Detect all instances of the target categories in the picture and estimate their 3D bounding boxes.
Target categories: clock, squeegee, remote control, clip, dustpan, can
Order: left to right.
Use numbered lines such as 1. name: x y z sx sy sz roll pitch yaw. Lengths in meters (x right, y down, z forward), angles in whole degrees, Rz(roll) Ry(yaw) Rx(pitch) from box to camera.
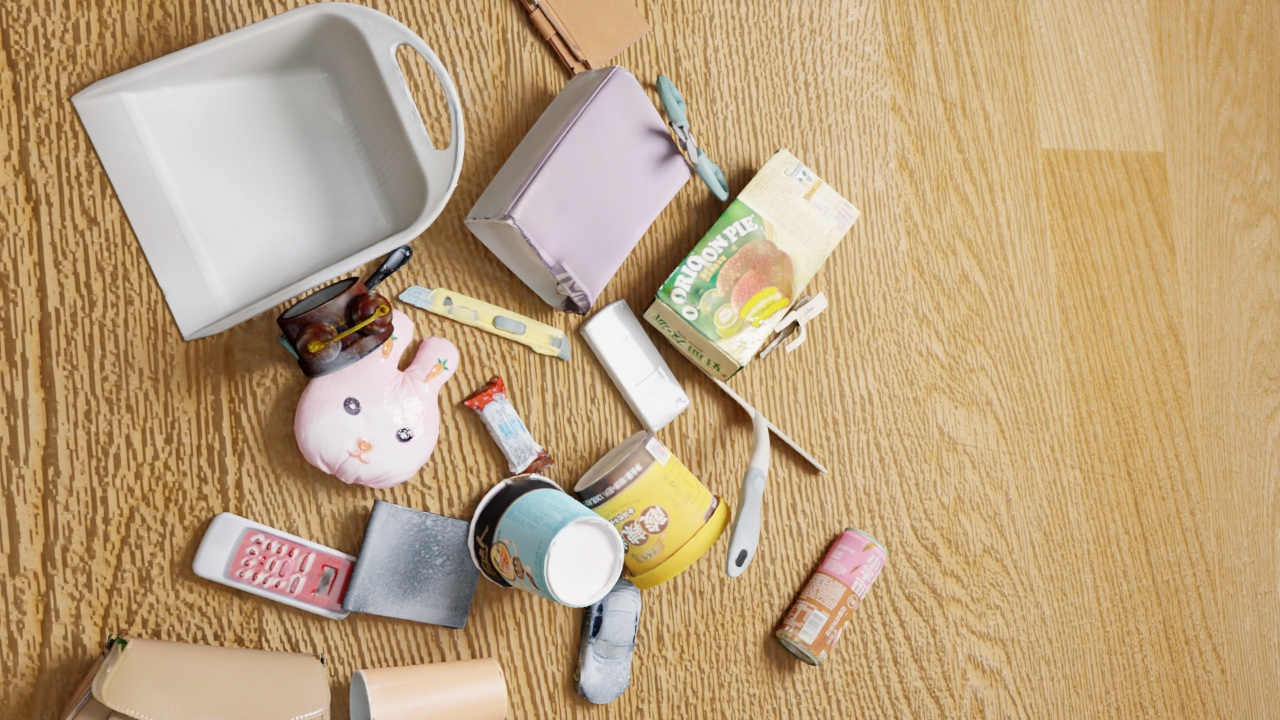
1. remote control: -0.303 0.175 0.778 0.136 0.020 0.055 27 76 -22
2. dustpan: -0.285 -0.170 0.746 0.257 0.143 0.222 -26 97 -26
3. clock: -0.244 -0.027 0.742 0.082 0.122 0.055 -34 112 -22
4. remote control: -0.006 0.005 0.930 0.056 0.019 0.135 -39 102 -22
5. squeegee: 0.107 0.108 0.887 0.246 0.039 0.245 40 33 -17
6. clip: 0.171 -0.041 0.992 0.104 0.089 0.035 -32 100 -13
7. can: 0.207 0.254 0.992 0.058 0.058 0.147 45 70 -16

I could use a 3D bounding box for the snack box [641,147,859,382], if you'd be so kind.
1. snack box: 0.117 -0.101 0.948 0.114 0.063 0.239 39 66 -1

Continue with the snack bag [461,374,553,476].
1. snack bag: -0.124 0.066 0.866 0.045 0.026 0.105 -35 102 -23

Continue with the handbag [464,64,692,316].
1. handbag: -0.054 -0.160 0.876 0.145 0.099 0.196 46 67 -33

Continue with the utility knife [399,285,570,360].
1. utility knife: -0.144 -0.038 0.875 0.175 0.019 0.031 18 73 -19

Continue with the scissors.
1. scissors: 0.058 -0.210 0.926 0.019 0.174 0.177 -27 123 13

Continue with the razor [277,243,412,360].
1. razor: -0.255 -0.053 0.815 0.042 0.022 0.142 46 72 -16

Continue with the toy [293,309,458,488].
1. toy: -0.228 0.033 0.808 0.121 0.054 0.159 31 66 -21

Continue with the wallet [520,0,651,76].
1. wallet: -0.063 -0.362 0.924 0.107 0.031 0.132 -44 104 -24

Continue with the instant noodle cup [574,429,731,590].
1. instant noodle cup: 0.007 0.137 0.879 0.118 0.119 0.114 -41 96 -22

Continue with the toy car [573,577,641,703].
1. toy car: -0.030 0.272 0.892 0.054 0.037 0.120 12 84 -24

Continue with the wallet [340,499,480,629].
1. wallet: -0.197 0.184 0.819 0.120 0.019 0.097 23 78 -35

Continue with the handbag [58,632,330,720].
1. handbag: -0.340 0.295 0.707 0.204 0.100 0.147 16 76 -27

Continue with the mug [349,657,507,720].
1. mug: -0.183 0.299 0.799 0.122 0.078 0.078 0 86 -31

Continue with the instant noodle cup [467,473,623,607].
1. instant noodle cup: -0.079 0.164 0.818 0.111 0.121 0.111 -3 96 -33
